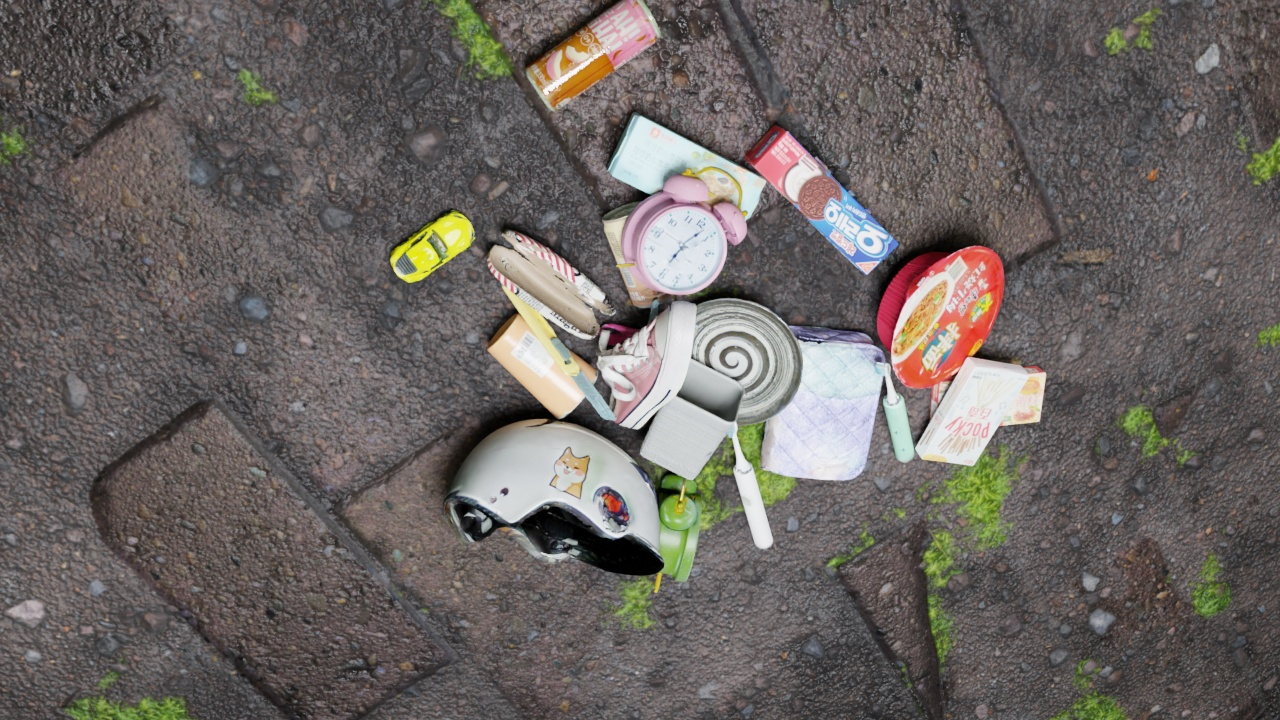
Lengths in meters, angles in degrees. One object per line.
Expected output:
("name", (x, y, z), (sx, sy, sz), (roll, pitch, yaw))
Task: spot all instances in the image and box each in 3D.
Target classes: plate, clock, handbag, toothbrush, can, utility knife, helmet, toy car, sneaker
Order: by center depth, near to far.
("can", (-0.053, -0.335, 1.000), (0.147, 0.058, 0.058), (-34, 112, 4))
("clock", (0.053, -0.144, 1.030), (0.117, 0.060, 0.158), (34, 97, -22))
("toy car", (-0.240, -0.131, 1.062), (0.105, 0.032, 0.048), (-34, 112, 3))
("sneaker", (-0.006, 0.006, 1.073), (0.088, 0.118, 0.242), (14, 148, -14))
("utility knife", (-0.099, -0.015, 1.084), (0.022, 0.030, 0.220), (-35, 88, 48))
("can", (0.000, -0.124, 1.088), (0.058, 0.058, 0.116), (-22, 112, -1))
("helmet", (-0.095, 0.158, 1.118), (0.274, 0.231, 0.156), (16, 66, -16))
("plate", (0.114, 0.000, 1.150), (0.179, 0.024, 0.180), (6, 119, 12))
("toothbrush", (0.328, 0.068, 1.180), (0.026, 0.027, 0.224), (-64, 148, -26))
("handbag", (0.233, 0.056, 1.188), (0.134, 0.075, 0.194), (5, 108, -6))
("clock", (0.045, 0.212, 1.195), (0.056, 0.116, 0.161), (11, 111, -3))
("toothbrush", (0.143, 0.164, 1.221), (0.027, 0.026, 0.221), (0, 125, 27))

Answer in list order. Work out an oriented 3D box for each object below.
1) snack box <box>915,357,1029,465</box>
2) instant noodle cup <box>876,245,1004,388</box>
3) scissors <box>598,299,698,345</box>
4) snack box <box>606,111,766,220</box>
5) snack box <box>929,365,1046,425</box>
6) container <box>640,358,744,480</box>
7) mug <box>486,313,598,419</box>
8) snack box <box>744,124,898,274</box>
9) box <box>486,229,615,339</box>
("snack box", (0.436, 0.069, 1.211), (0.084, 0.026, 0.157), (8, 122, -17))
("instant noodle cup", (0.363, -0.064, 1.142), (0.193, 0.066, 0.194), (-19, 128, -27))
("scissors", (0.014, -0.027, 1.123), (0.134, 0.017, 0.130), (-9, 134, 30))
("snack box", (0.053, -0.216, 1.066), (0.174, 0.051, 0.074), (23, 106, -17))
("snack box", (0.472, 0.052, 1.250), (0.153, 0.025, 0.075), (-5, 112, -7))
("container", (0.061, 0.076, 1.141), (0.090, 0.090, 0.115), (27, 124, 0))
("mug", (-0.122, 0.004, 1.111), (0.123, 0.078, 0.078), (41, 99, -16))
("snack box", (0.219, -0.191, 1.100), (0.207, 0.057, 0.058), (39, 103, -21))
("box", (-0.111, -0.082, 1.084), (0.163, 0.075, 0.083), (34, 89, -21))
